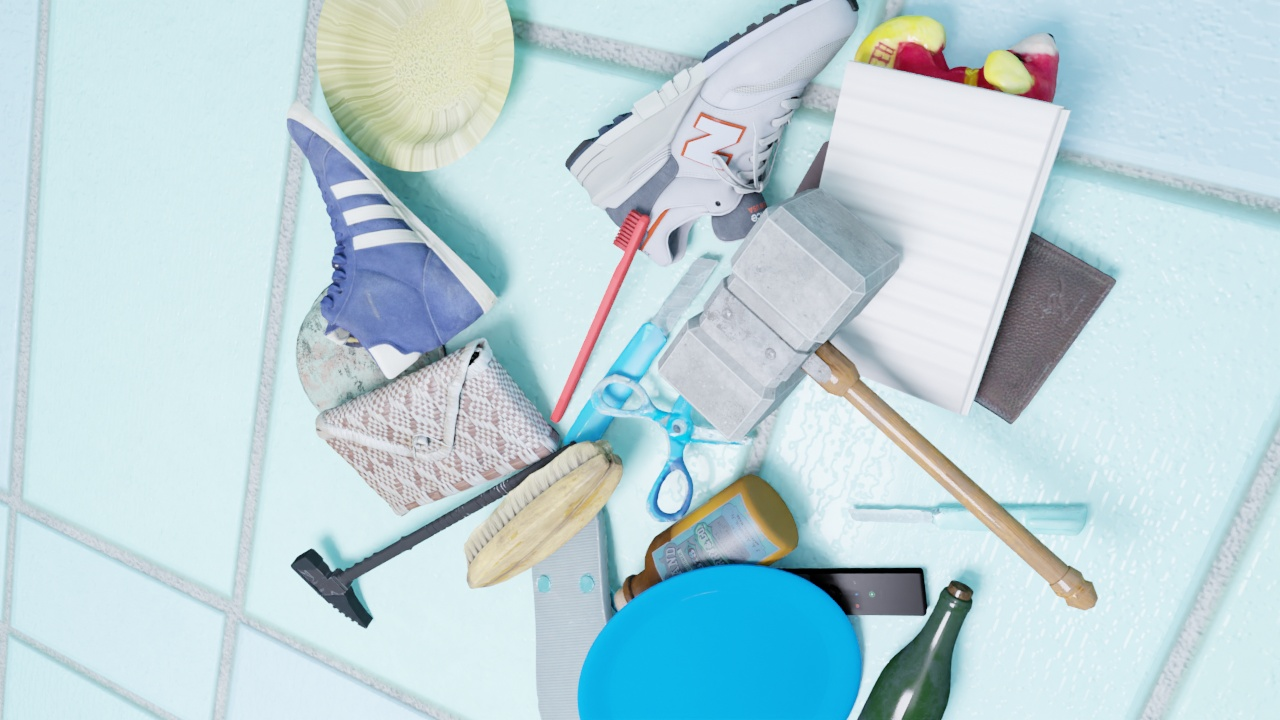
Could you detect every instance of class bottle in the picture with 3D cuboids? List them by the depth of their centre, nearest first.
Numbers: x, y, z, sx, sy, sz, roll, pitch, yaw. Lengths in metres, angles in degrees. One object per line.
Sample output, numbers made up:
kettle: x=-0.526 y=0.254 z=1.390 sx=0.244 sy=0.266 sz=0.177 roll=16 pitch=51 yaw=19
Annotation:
bottle: x=0.207 y=0.243 z=0.690 sx=0.055 sy=0.055 sz=0.174 roll=23 pitch=106 yaw=15
bottle: x=0.045 y=0.158 z=0.727 sx=0.157 sy=0.067 sz=0.068 roll=-39 pitch=85 yaw=22

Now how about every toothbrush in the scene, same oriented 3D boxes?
toothbrush: x=-0.039 y=-0.029 z=0.721 sx=0.018 sy=0.012 sz=0.213 roll=35 pitch=127 yaw=11

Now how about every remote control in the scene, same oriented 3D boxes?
remote control: x=0.146 y=0.182 z=0.722 sx=0.150 sy=0.013 sz=0.034 roll=-5 pitch=98 yaw=21

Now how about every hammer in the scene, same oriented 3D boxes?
hammer: x=0.176 y=0.049 z=0.617 sx=0.317 sy=0.082 sz=0.163 roll=44 pitch=128 yaw=12
hammer: x=-0.174 y=0.151 z=0.813 sx=0.326 sy=0.015 sz=0.095 roll=-31 pitch=108 yaw=25

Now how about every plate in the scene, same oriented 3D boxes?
plate: x=0.062 y=0.251 z=0.722 sx=0.224 sy=0.024 sz=0.224 roll=-3 pitch=111 yaw=-7
plate: x=-0.177 y=-0.249 z=0.751 sx=0.185 sy=0.036 sz=0.184 roll=4 pitch=102 yaw=20

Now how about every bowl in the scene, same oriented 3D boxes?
bowl: x=-0.251 y=0.001 z=0.824 sx=0.158 sy=0.038 sz=0.157 roll=4 pitch=101 yaw=20

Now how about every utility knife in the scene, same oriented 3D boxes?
utility knife: x=0.237 y=0.116 z=0.674 sx=0.166 sy=0.015 sz=0.022 roll=-2 pitch=98 yaw=19
utility knife: x=-0.004 y=0.004 z=0.745 sx=0.031 sy=0.015 sz=0.222 roll=38 pitch=114 yaw=6

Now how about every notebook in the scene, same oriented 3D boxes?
notebook: x=0.182 y=-0.080 z=0.619 sx=0.143 sy=0.009 sz=0.210 roll=24 pitch=120 yaw=28

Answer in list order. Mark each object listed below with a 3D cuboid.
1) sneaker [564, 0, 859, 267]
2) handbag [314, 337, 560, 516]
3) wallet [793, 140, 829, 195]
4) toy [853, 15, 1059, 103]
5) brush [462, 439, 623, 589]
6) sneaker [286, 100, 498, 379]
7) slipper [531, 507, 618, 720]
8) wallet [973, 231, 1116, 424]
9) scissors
sneaker: x=0.066 y=-0.150 z=0.659 sx=0.240 sy=0.088 sz=0.124 roll=-25 pitch=95 yaw=31
handbag: x=-0.176 y=0.064 z=0.780 sx=0.186 sy=0.046 sz=0.124 roll=-23 pitch=123 yaw=23
wallet: x=0.163 y=-0.093 z=0.664 sx=0.115 sy=0.018 sz=0.092 roll=32 pitch=109 yaw=10
toy: x=0.201 y=-0.175 z=0.611 sx=0.137 sy=0.067 sz=0.105 roll=10 pitch=103 yaw=26
brush: x=-0.085 y=0.129 z=0.754 sx=0.196 sy=0.059 sz=0.043 roll=-44 pitch=54 yaw=29
sneaker: x=-0.242 y=-0.089 z=0.756 sx=0.233 sy=0.091 sz=0.118 roll=45 pitch=82 yaw=-1
slipper: x=-0.046 y=0.242 z=0.794 sx=0.098 sy=0.054 sz=0.268 roll=-14 pitch=84 yaw=25
wallet: x=0.250 y=-0.030 z=0.636 sx=0.099 sy=0.031 sz=0.120 roll=34 pitch=108 yaw=9
scissors: x=0.021 y=0.062 z=0.727 sx=0.134 sy=0.011 sz=0.139 roll=10 pitch=85 yaw=7
